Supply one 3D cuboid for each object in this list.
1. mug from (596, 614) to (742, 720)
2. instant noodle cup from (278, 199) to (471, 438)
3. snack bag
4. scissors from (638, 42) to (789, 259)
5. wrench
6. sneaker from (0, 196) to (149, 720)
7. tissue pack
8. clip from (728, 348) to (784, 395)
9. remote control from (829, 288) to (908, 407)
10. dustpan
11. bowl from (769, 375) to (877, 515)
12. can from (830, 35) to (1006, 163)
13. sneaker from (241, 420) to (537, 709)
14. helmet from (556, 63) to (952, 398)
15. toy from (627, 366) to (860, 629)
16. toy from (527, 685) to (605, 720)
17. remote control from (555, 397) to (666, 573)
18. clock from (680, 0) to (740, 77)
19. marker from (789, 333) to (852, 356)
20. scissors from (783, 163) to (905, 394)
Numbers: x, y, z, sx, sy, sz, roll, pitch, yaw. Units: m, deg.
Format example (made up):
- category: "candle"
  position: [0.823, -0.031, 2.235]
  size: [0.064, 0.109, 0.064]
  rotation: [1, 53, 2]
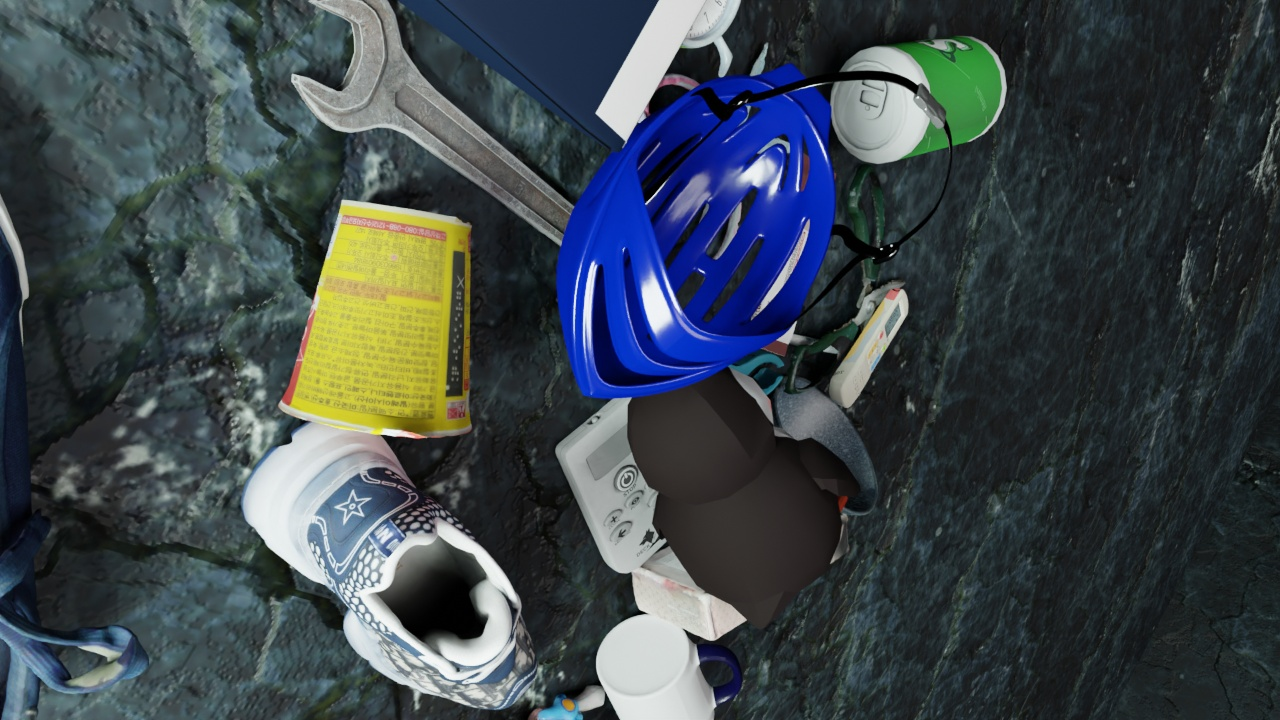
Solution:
- category: "mug"
  position: [0.030, 0.270, 0.769]
  size: [0.112, 0.078, 0.097]
  rotation: [-15, 127, 6]
- category: "instant noodle cup"
  position: [-0.133, -0.024, 0.489]
  size: [0.100, 0.100, 0.112]
  rotation: [5, 95, -45]
- category: "snack bag"
  position: [0.123, -0.085, 0.747]
  size: [0.057, 0.013, 0.158]
  rotation: [14, 92, -44]
- category: "scissors"
  position: [0.055, -0.145, 0.663]
  size: [0.170, 0.013, 0.177]
  rotation: [-5, 111, -45]
- category: "wrench"
  position: [-0.086, -0.113, 0.543]
  size: [0.273, 0.010, 0.070]
  rotation: [34, 84, -47]
- category: "sneaker"
  position: [-0.276, 0.052, 0.356]
  size: [0.120, 0.127, 0.295]
  rotation: [-9, 113, -40]
- category: "tissue pack"
  position: [0.086, 0.177, 0.786]
  size: [0.180, 0.104, 0.071]
  rotation: [-23, 108, -38]
- category: "clip"
  position: [0.072, 0.009, 0.744]
  size: [0.116, 0.026, 0.097]
  rotation: [-16, 122, -38]
- category: "remote control"
  position: [0.211, -0.012, 0.840]
  size: [0.125, 0.018, 0.038]
  rotation: [-54, 143, -19]
- category: "dustpan"
  position: [-0.056, -0.279, 0.456]
  size: [0.273, 0.080, 0.236]
  rotation: [31, 88, -51]
- category: "bowl"
  position: [0.143, 0.085, 0.808]
  size: [0.057, 0.137, 0.137]
  rotation: [-37, 148, 32]
- category: "can"
  position: [0.224, -0.211, 0.739]
  size: [0.139, 0.088, 0.088]
  rotation: [-21, 122, -36]
- category: "sneaker"
  position: [-0.116, 0.152, 0.549]
  size: [0.103, 0.132, 0.270]
  rotation: [-45, 135, -22]
- category: "helmet"
  position: [0.061, -0.079, 0.531]
  size: [0.147, 0.228, 0.241]
  rotation: [39, 72, -23]
- category: "toy"
  position: [0.058, 0.083, 0.651]
  size: [0.184, 0.159, 0.139]
  rotation: [57, 30, -28]
- category: "toy"
  position: [-0.072, 0.328, 0.734]
  size: [0.131, 0.097, 0.124]
  rotation: [14, 59, -39]
- category: "remote control"
  position: [-0.012, 0.100, 0.707]
  size: [0.074, 0.019, 0.151]
  rotation: [-39, 132, -24]
- category: "clock"
  position: [0.018, -0.237, 0.561]
  size: [0.119, 0.042, 0.094]
  rotation: [19, 94, -47]
- category: "marker"
  position: [0.152, -0.015, 0.818]
  size: [0.152, 0.011, 0.011]
  rotation: [8, 103, -45]
- category: "scissors"
  position: [0.185, -0.068, 0.811]
  size: [0.201, 0.015, 0.206]
  rotation: [-32, 125, -39]
